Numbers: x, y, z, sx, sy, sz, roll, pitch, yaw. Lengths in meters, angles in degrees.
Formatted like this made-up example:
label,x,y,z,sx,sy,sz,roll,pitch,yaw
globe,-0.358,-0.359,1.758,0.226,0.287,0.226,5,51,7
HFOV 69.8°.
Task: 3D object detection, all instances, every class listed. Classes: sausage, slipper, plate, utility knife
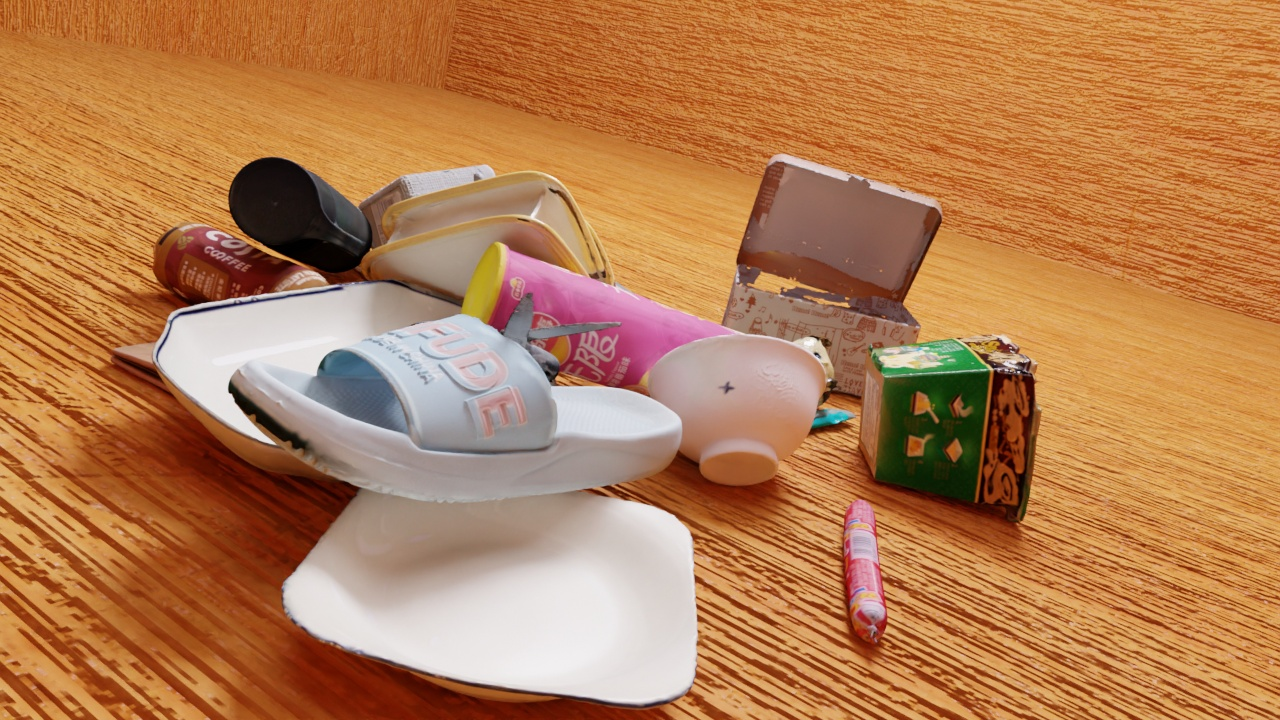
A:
label,x,y,z,sx,sy,sz,roll,pitch,yaw
sausage,0.124,0.113,0.514,0.020,0.020,0.155,15,18,7
slipper,-0.072,0.019,0.460,0.245,0.074,0.104,5,15,-42
plate,-0.159,0.011,0.561,0.162,0.034,0.265,33,23,17
plate,-0.057,0.100,0.401,0.163,0.034,0.164,13,17,-1
utility knife,0.118,0.049,0.716,0.029,0.013,0.156,17,16,42

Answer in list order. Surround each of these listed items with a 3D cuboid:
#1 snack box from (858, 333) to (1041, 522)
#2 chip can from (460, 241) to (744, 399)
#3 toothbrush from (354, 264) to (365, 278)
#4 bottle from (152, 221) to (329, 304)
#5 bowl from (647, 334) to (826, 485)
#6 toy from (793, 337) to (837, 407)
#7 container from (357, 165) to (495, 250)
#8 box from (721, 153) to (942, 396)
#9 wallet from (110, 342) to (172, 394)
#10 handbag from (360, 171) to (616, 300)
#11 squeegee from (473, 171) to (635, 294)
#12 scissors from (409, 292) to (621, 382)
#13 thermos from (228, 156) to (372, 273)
label,x,y,z,sx,sy,sz,roll,pitch,yaw
snack box,0.219,0.043,0.676,0.105,0.117,0.118,2,15,5
chip can,-0.014,-0.014,0.636,0.210,0.071,0.071,18,15,-23
toothbrush,-0.254,-0.087,0.857,0.016,0.018,0.191,2,21,-37
bottle,-0.279,-0.052,0.668,0.175,0.057,0.057,21,20,26
bowl,0.063,0.042,0.593,0.118,0.119,0.064,9,57,-12
toy,0.087,-0.003,0.769,0.157,0.066,0.105,18,0,5
container,-0.198,-0.131,0.886,0.090,0.090,0.114,-20,0,36
box,0.185,-0.086,0.880,0.183,0.193,0.156,14,18,2
wallet,-0.254,0.005,0.581,0.115,0.020,0.101,18,17,23
handbag,-0.098,-0.056,0.702,0.164,0.179,0.063,-8,50,26
squeegee,-0.078,-0.101,0.899,0.249,0.040,0.248,36,2,-40
scissors,-0.073,-0.011,0.519,0.176,0.014,0.159,5,-14,22
thermos,-0.254,-0.103,0.730,0.090,0.068,0.242,35,-3,-10
